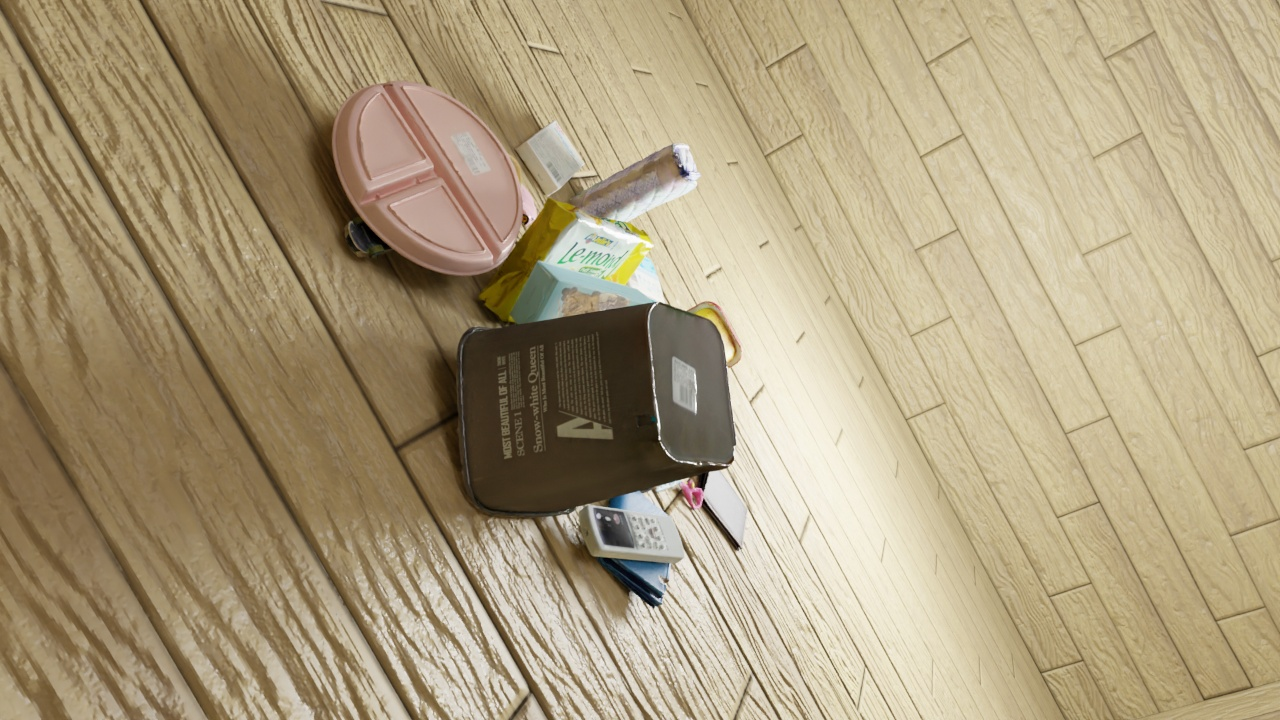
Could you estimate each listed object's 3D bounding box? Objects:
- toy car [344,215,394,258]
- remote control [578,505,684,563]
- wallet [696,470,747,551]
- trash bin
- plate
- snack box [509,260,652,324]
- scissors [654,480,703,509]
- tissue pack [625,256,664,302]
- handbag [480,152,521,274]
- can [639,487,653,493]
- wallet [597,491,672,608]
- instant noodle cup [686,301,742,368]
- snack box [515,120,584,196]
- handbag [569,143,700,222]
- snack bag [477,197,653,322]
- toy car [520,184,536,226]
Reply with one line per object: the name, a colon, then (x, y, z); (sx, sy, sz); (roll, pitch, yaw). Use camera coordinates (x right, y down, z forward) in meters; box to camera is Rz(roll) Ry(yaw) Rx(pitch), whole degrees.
toy car: (-0.263, -0.126, 0.929); (0.042, 0.035, 0.090); (60, 31, 1)
remote control: (-0.008, 0.200, 1.053); (0.149, 0.021, 0.058); (17, 42, -45)
wallet: (0.127, 0.218, 1.404); (0.122, 0.020, 0.096); (54, 29, -23)
trash bin: (-0.040, 0.047, 0.920); (0.198, 0.220, 0.199); (13, 68, -55)
plate: (-0.215, -0.198, 0.972); (0.229, 0.028, 0.229); (26, 50, -36)
snack box: (-0.063, -0.058, 1.081); (0.174, 0.074, 0.051); (12, 24, -45)
scissors: (0.055, 0.159, 1.297); (0.136, 0.017, 0.105); (38, 53, -45)
tissue pack: (-0.023, -0.123, 1.404); (0.140, 0.063, 0.090); (19, 49, -57)
handbag: (-0.214, -0.178, 1.027); (0.163, 0.063, 0.178); (21, 51, -37)
can: (0.010, 0.115, 1.216); (0.058, 0.058, 0.145); (57, 23, -14)
wallet: (-0.003, 0.217, 1.100); (0.106, 0.040, 0.132); (44, 29, -20)
instant noodle cup: (0.083, -0.018, 1.469); (0.116, 0.116, 0.123); (61, 34, -2)
snack box: (-0.138, -0.316, 1.422); (0.085, 0.027, 0.156); (55, 23, -16)
handbag: (-0.003, -0.268, 1.439); (0.075, 0.194, 0.134); (65, 23, -1)
snack bag: (-0.091, -0.118, 1.147); (0.068, 0.158, 0.246); (43, 16, 20)
toy car: (-0.178, -0.233, 1.232); (0.122, 0.037, 0.056); (44, 31, -40)
